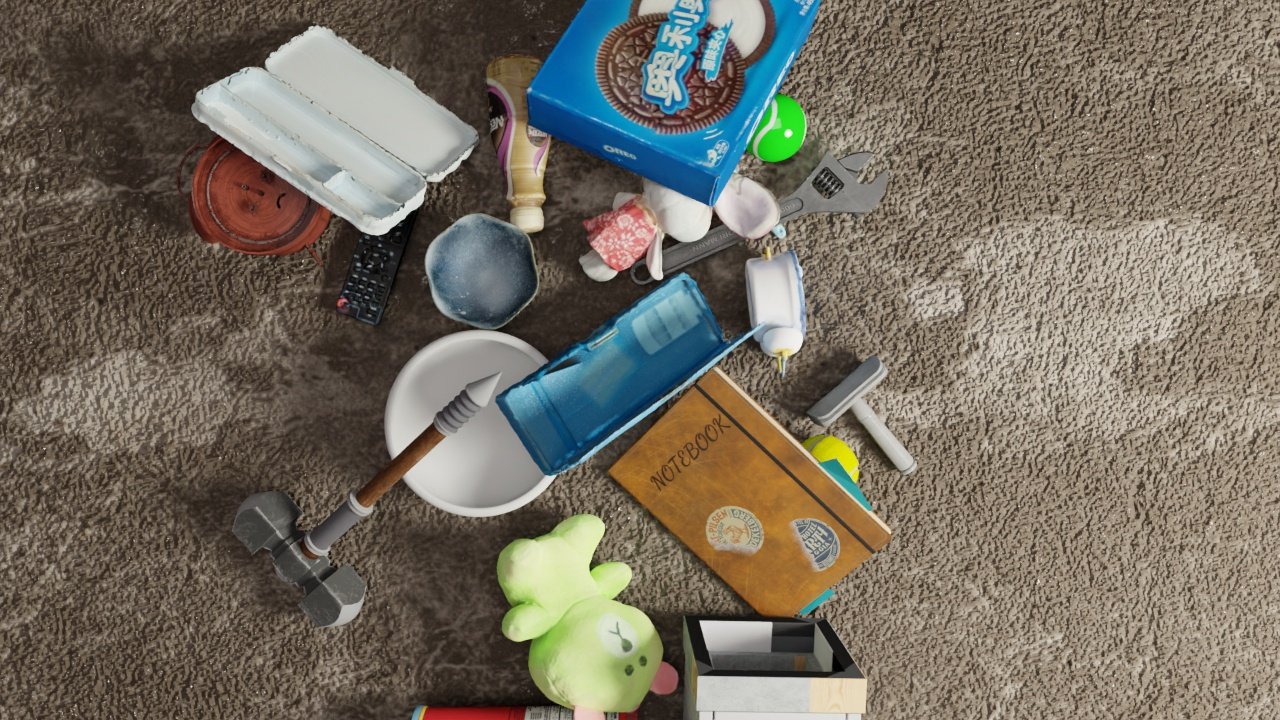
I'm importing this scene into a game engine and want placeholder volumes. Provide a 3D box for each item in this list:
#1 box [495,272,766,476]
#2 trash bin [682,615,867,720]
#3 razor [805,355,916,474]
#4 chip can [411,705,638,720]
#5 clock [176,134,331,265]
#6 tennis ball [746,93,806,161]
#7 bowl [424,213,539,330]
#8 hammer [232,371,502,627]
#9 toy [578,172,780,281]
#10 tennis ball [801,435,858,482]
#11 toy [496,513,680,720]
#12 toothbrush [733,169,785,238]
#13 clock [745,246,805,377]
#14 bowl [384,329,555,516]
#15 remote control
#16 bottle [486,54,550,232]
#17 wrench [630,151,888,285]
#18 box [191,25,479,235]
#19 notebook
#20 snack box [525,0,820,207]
[{"bbox_3d":[-0.004,0.005,0.835,0.231,0.112,0.094,-35,99,-25],"label":"box"},{"bbox_3d":[0.112,0.382,0.848,0.142,0.142,0.247,2,95,-2],"label":"trash bin"},{"bbox_3d":[0.236,0.067,0.921,0.088,0.047,0.116,-41,98,-2],"label":"razor"},{"bbox_3d":[-0.109,0.373,0.882,0.213,0.087,0.087,0,89,-1],"label":"chip can"},{"bbox_3d":[-0.372,-0.162,0.885,0.157,0.072,0.120,20,89,-2],"label":"clock"},{"bbox_3d":[0.131,-0.230,0.905,0.065,0.065,0.065,0,89,-2],"label":"tennis ball"},{"bbox_3d":[-0.152,-0.085,0.900,0.110,0.055,0.110,0,89,-1],"label":"bowl"},{"bbox_3d":[-0.234,0.110,0.841,0.323,0.043,0.156,-41,91,21],"label":"hammer"},{"bbox_3d":[0.023,-0.142,0.884,0.194,0.084,0.159,-37,66,9],"label":"toy"},{"bbox_3d":[0.181,0.107,0.903,0.065,0.065,0.065,0,89,-2],"label":"tennis ball"},{"bbox_3d":[-0.060,0.252,0.876,0.149,0.107,0.197,-17,87,-45],"label":"toy"},{"bbox_3d":[0.096,-0.185,0.929,0.022,0.016,0.155,-40,91,-12],"label":"toothbrush"},{"bbox_3d":[0.134,-0.046,0.892,0.052,0.089,0.125,-7,88,3],"label":"clock"},{"bbox_3d":[-0.154,0.060,0.892,0.176,0.066,0.176,0,89,-2],"label":"bowl"},{"bbox_3d":[-0.257,-0.112,0.915,0.047,0.022,0.150,20,91,-2],"label":"remote control"},{"bbox_3d":[-0.116,-0.210,0.901,0.059,0.059,0.166,-4,91,-2],"label":"bottle"},{"bbox_3d":[0.116,-0.137,0.914,0.273,0.018,0.073,-23,91,6],"label":"wrench"},{"bbox_3d":[-0.280,-0.221,0.866,0.209,0.045,0.190,33,49,-3],"label":"box"},{"bbox_3d":[0.113,0.137,0.889,0.249,0.014,0.179,43,115,-1],"label":"notebook"},{"bbox_3d":[0.034,-0.284,0.861,0.195,0.056,0.238,26,71,8],"label":"snack box"}]
